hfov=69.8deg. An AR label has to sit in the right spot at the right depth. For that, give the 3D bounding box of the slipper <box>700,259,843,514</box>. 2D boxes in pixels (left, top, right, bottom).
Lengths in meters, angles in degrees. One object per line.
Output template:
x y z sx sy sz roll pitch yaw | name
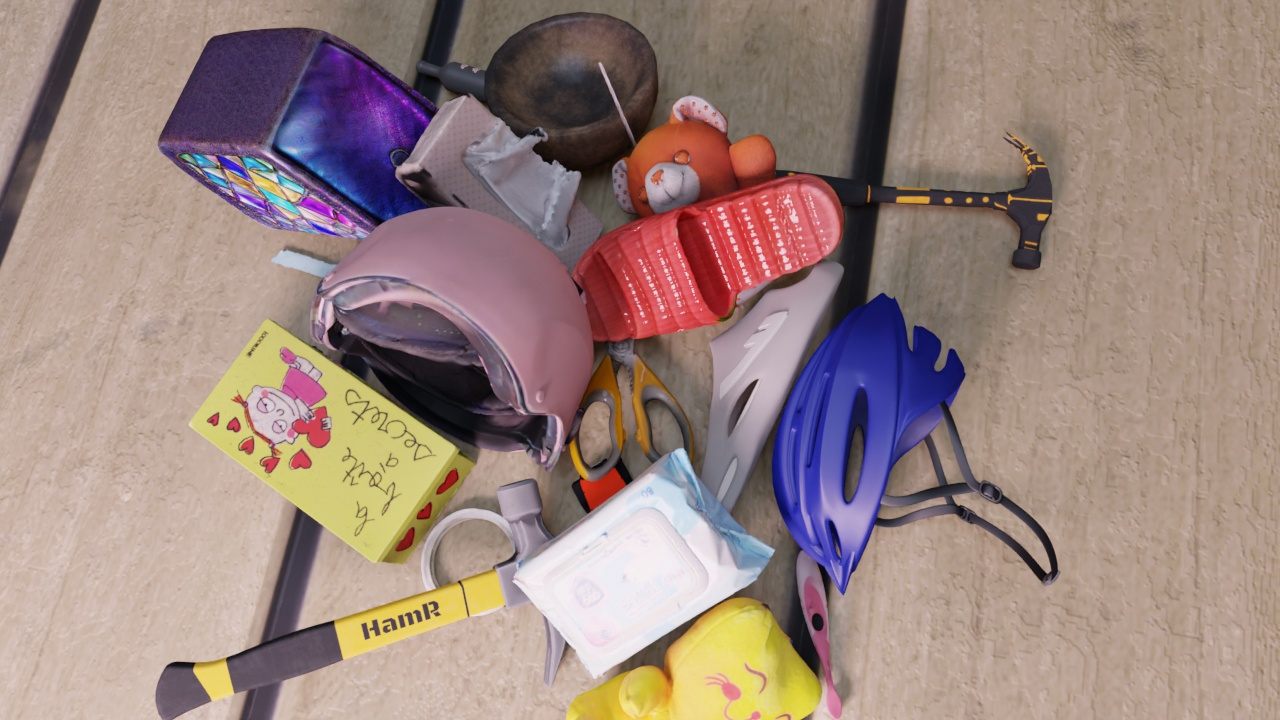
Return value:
0.083 0.024 0.773 0.081 0.113 0.265 25 86 12 | slipper

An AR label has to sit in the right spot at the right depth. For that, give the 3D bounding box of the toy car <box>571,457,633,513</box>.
-0.018 0.132 0.784 0.051 0.049 0.100 -30 73 -1 | toy car

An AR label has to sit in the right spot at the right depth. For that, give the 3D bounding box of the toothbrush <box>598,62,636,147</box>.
-0.015 -0.202 0.806 0.010 0.181 0.010 -34 66 0 | toothbrush

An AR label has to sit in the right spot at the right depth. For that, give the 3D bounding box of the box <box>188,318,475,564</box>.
-0.271 0.074 0.818 0.221 0.082 0.124 34 81 16 | box

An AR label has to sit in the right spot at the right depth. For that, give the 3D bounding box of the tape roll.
-0.147 0.177 0.807 0.093 0.013 0.093 -2 74 7 | tape roll

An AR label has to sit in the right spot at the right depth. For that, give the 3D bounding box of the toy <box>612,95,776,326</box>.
0.057 -0.133 0.801 0.164 0.092 0.172 -41 90 28 | toy

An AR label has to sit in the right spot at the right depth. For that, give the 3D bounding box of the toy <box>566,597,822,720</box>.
0.038 0.270 0.720 0.194 0.087 0.134 -34 116 2 | toy

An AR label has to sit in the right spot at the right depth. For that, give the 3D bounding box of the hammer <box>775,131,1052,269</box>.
0.208 -0.156 0.840 0.321 0.036 0.123 6 81 8 | hammer

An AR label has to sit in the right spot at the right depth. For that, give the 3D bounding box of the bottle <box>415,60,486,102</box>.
-0.176 -0.283 0.929 0.113 0.030 0.030 20 78 13 | bottle

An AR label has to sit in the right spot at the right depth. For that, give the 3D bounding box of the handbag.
-0.276 -0.180 0.819 0.205 0.222 0.125 11 75 35 | handbag

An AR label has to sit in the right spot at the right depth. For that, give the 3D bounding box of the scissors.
-0.005 0.004 0.822 0.134 0.016 0.227 6 62 -7 | scissors

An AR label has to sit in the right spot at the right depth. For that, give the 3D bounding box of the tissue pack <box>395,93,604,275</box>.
-0.110 -0.143 0.801 0.071 0.181 0.103 -2 53 52 | tissue pack

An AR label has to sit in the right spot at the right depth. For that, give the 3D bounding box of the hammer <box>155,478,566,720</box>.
-0.208 0.217 0.730 0.324 0.034 0.170 -14 88 -19 | hammer

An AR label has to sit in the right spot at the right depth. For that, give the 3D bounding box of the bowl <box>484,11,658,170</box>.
-0.062 -0.248 0.869 0.162 0.070 0.162 -3 60 6 | bowl

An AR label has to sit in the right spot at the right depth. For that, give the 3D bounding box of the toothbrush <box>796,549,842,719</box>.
0.147 0.224 0.755 0.021 0.016 0.135 -10 71 4 | toothbrush

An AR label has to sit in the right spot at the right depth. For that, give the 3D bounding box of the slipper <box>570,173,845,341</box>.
0.045 -0.078 0.753 0.249 0.059 0.103 -21 110 19 | slipper

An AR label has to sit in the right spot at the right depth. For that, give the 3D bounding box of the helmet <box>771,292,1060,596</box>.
0.220 0.075 0.713 0.228 0.148 0.241 18 78 17 | helmet

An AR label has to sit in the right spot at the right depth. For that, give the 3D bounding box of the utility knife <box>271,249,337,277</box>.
-0.263 -0.073 0.894 0.219 0.019 0.030 15 68 15 | utility knife

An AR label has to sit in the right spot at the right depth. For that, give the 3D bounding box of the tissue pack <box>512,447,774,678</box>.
-0.001 0.156 0.706 0.182 0.069 0.112 -38 89 21 | tissue pack

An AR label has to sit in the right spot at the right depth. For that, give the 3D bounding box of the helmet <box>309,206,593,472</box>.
-0.140 -0.026 0.753 0.230 0.256 0.152 23 63 9 | helmet
